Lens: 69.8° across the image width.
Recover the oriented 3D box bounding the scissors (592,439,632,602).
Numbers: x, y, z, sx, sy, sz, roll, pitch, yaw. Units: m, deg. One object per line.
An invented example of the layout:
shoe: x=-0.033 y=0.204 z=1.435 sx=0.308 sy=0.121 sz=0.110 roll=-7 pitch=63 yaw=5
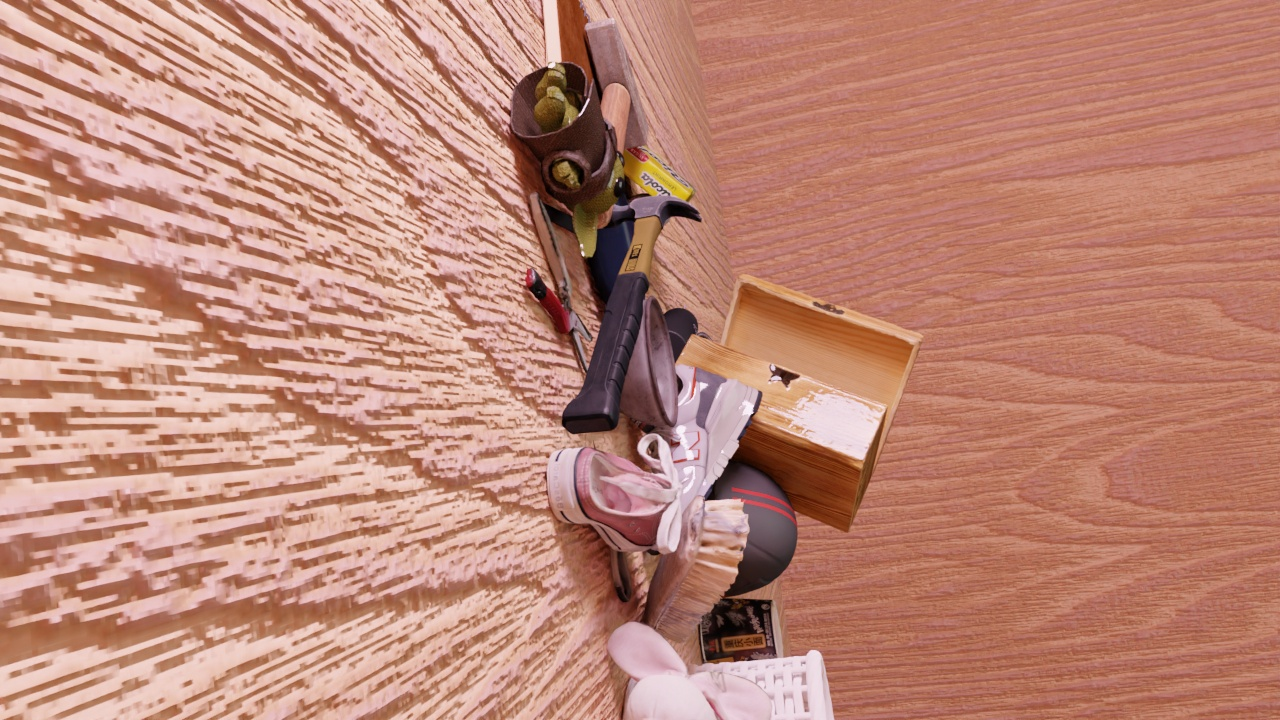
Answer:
scissors: x=-0.026 y=0.163 z=0.922 sx=0.168 sy=0.013 sz=0.157 roll=37 pitch=43 yaw=-70

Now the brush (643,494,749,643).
brush: x=0.048 y=0.211 z=0.908 sx=0.272 sy=0.056 sz=0.083 roll=106 pitch=-4 yaw=-56

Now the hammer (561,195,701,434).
hammer: x=-0.012 y=-0.059 z=0.883 sx=0.332 sy=0.118 sz=0.025 roll=-77 pitch=153 yaw=-45

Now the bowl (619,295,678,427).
bowl: x=-0.006 y=0.006 z=1.007 sx=0.145 sy=0.067 sz=0.145 roll=-8 pitch=89 yaw=-79

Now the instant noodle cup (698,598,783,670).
instant noodle cup: x=0.155 y=0.419 z=1.381 sx=0.137 sy=0.112 sz=0.137 roll=-7 pitch=89 yaw=-79

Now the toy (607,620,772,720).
toy: x=0.019 y=0.317 z=0.766 sx=0.193 sy=0.159 sz=0.084 roll=-56 pitch=164 yaw=-49

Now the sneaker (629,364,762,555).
sneaker: x=0.038 y=0.103 z=1.087 sx=0.239 sy=0.124 sz=0.089 roll=-55 pitch=178 yaw=-22

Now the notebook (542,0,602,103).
notebook: x=-0.072 y=-0.352 z=1.083 sx=0.225 sy=0.024 sz=0.167 roll=44 pitch=39 yaw=-73

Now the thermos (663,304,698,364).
thermos: x=0.052 y=-0.040 z=1.364 sx=0.231 sy=0.061 sz=0.061 roll=-60 pitch=139 yaw=-73

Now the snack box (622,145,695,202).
snack box: x=0.022 y=-0.261 z=1.284 sx=0.121 sy=0.045 sz=0.180 roll=39 pitch=14 yaw=-2

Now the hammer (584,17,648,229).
hammer: x=-0.037 y=-0.250 z=1.027 sx=0.300 sy=0.037 sz=0.158 roll=-84 pitch=161 yaw=-46

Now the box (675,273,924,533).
box: x=0.218 y=0.055 z=1.302 sx=0.263 sy=0.279 sz=0.270 roll=-61 pitch=159 yaw=-27

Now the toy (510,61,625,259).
toy: x=-0.060 y=-0.199 z=0.842 sx=0.153 sy=0.078 sz=0.179 roll=59 pitch=24 yaw=-52

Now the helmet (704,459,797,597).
helmet: x=0.125 y=0.228 z=1.234 sx=0.265 sy=0.170 sz=0.164 roll=64 pitch=20 yaw=-56

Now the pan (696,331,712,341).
pan: x=0.083 y=0.041 z=1.495 sx=0.356 sy=0.055 sz=0.187 roll=6 pitch=75 yaw=-66

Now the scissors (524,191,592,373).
scissors: x=-0.075 y=-0.065 z=0.847 sx=0.194 sy=0.015 sz=0.179 roll=-36 pitch=117 yaw=-79

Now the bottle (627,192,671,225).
bottle: x=0.008 y=-0.211 z=1.301 sx=0.195 sy=0.052 sz=0.052 roll=-46 pitch=126 yaw=-77

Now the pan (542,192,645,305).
pan: x=-0.054 y=-0.138 z=1.006 sx=0.356 sy=0.021 sz=0.198 roll=2 pitch=78 yaw=-76

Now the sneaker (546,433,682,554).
sneaker: x=-0.003 y=0.123 z=0.837 sx=0.241 sy=0.088 sz=0.118 roll=42 pitch=40 yaw=-67

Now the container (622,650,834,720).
container: x=0.095 y=0.388 z=0.888 sx=0.189 sy=0.187 sz=0.189 roll=-8 pitch=89 yaw=-79
